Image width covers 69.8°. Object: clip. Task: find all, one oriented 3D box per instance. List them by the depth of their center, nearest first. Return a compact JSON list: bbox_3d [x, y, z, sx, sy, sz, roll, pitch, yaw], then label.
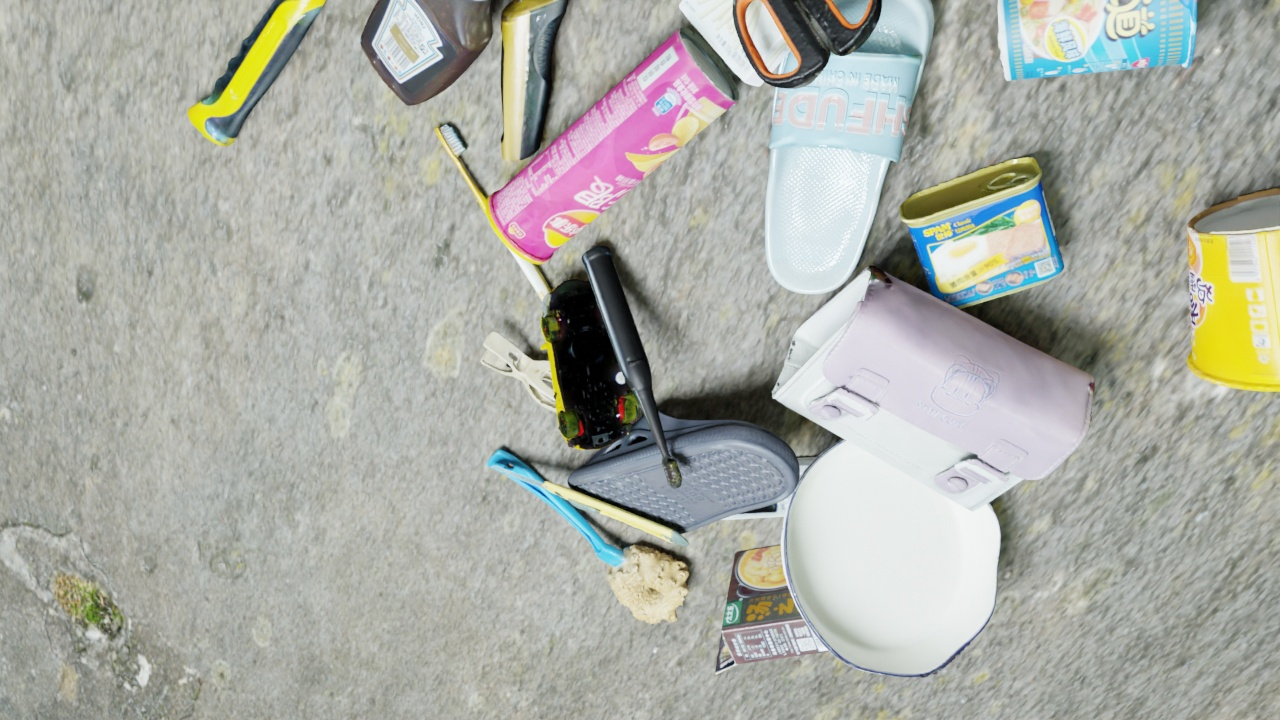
[{"bbox_3d":[-0.101,0.012,0.842,0.100,0.034,0.072,29,157,-3],"label":"clip"}]

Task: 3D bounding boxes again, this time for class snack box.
[{"bbox_3d":[0.103,-0.276,0.627,0.157,0.026,0.084,-47,68,30],"label":"snack box"},{"bbox_3d":[0.128,0.230,0.866,0.126,0.113,0.053,-14,113,19],"label":"snack box"}]

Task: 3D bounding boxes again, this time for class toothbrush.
[{"bbox_3d":[-0.004,0.004,0.760,0.026,0.027,0.212,-15,76,-16],"label":"toothbrush"},{"bbox_3d":[-0.118,-0.119,0.793,0.018,0.016,0.191,-27,108,15],"label":"toothbrush"}]

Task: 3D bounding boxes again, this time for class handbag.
[{"bbox_3d":[0.225,0.024,0.722,0.197,0.098,0.145,28,143,-4],"label":"handbag"}]

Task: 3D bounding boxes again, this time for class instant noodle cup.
[{"bbox_3d":[0.292,-0.230,0.598,0.110,0.099,0.099,-4,117,24],"label":"instant noodle cup"},{"bbox_3d":[0.448,-0.055,0.634,0.138,0.137,0.110,-14,105,19],"label":"instant noodle cup"}]

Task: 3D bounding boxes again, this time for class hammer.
[{"bbox_3d":[-0.263,-0.289,0.725,0.126,0.031,0.324,44,118,-11],"label":"hammer"}]

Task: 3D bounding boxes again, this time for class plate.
[{"bbox_3d":[0.210,0.163,0.789,0.205,0.204,0.046,36,164,-7],"label":"plate"}]

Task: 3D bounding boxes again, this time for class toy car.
[{"bbox_3d":[-0.047,0.004,0.809,0.071,0.041,0.156,-15,102,-22],"label":"toy car"}]

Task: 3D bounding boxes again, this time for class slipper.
[{"bbox_3d":[0.142,-0.156,0.679,0.104,0.074,0.246,12,121,8],"label":"slipper"},{"bbox_3d":[0.042,0.092,0.827,0.110,0.083,0.269,40,144,-21],"label":"slipper"}]

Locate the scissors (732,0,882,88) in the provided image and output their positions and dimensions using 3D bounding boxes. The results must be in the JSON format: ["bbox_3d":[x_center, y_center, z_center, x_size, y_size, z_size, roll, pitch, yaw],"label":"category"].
[{"bbox_3d":[0.082,-0.295,0.605,0.142,0.021,0.235,-11,90,25],"label":"scissors"}]

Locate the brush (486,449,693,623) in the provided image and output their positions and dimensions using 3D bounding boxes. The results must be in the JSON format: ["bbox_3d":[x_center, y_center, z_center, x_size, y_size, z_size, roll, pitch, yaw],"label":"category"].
[{"bbox_3d":[-0.050,0.175,0.927,0.254,0.045,0.083,41,123,-6],"label":"brush"}]

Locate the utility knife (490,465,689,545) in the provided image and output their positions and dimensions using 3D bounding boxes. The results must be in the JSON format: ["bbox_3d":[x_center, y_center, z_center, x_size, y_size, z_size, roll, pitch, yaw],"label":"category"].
[{"bbox_3d":[-0.052,0.132,0.868,0.211,0.021,0.031,23,155,18],"label":"utility knife"}]

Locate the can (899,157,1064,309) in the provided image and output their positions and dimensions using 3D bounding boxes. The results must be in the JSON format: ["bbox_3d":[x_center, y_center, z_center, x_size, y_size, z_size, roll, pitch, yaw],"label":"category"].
[{"bbox_3d":[0.259,-0.094,0.695,0.102,0.057,0.083,-17,115,21],"label":"can"}]

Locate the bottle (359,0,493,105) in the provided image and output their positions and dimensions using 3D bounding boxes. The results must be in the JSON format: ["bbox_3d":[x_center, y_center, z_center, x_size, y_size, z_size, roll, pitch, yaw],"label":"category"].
[{"bbox_3d":[-0.138,-0.258,0.660,0.080,0.043,0.195,53,143,-11],"label":"bottle"}]

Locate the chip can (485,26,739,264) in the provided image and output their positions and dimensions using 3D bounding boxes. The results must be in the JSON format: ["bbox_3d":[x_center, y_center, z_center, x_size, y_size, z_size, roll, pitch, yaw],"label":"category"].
[{"bbox_3d":[-0.025,-0.162,0.715,0.211,0.071,0.071,-35,105,26],"label":"chip can"}]

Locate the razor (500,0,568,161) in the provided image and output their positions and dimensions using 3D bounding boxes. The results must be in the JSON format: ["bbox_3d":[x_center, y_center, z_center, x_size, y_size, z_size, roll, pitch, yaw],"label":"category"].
[{"bbox_3d":[-0.093,-0.233,0.705,0.067,0.062,0.168,3,126,-9],"label":"razor"}]

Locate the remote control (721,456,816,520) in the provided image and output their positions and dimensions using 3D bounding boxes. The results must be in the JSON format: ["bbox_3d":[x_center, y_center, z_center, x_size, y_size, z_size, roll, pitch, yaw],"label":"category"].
[{"bbox_3d":[0.138,0.120,0.858,0.150,0.021,0.058,-7,116,16],"label":"remote control"}]
